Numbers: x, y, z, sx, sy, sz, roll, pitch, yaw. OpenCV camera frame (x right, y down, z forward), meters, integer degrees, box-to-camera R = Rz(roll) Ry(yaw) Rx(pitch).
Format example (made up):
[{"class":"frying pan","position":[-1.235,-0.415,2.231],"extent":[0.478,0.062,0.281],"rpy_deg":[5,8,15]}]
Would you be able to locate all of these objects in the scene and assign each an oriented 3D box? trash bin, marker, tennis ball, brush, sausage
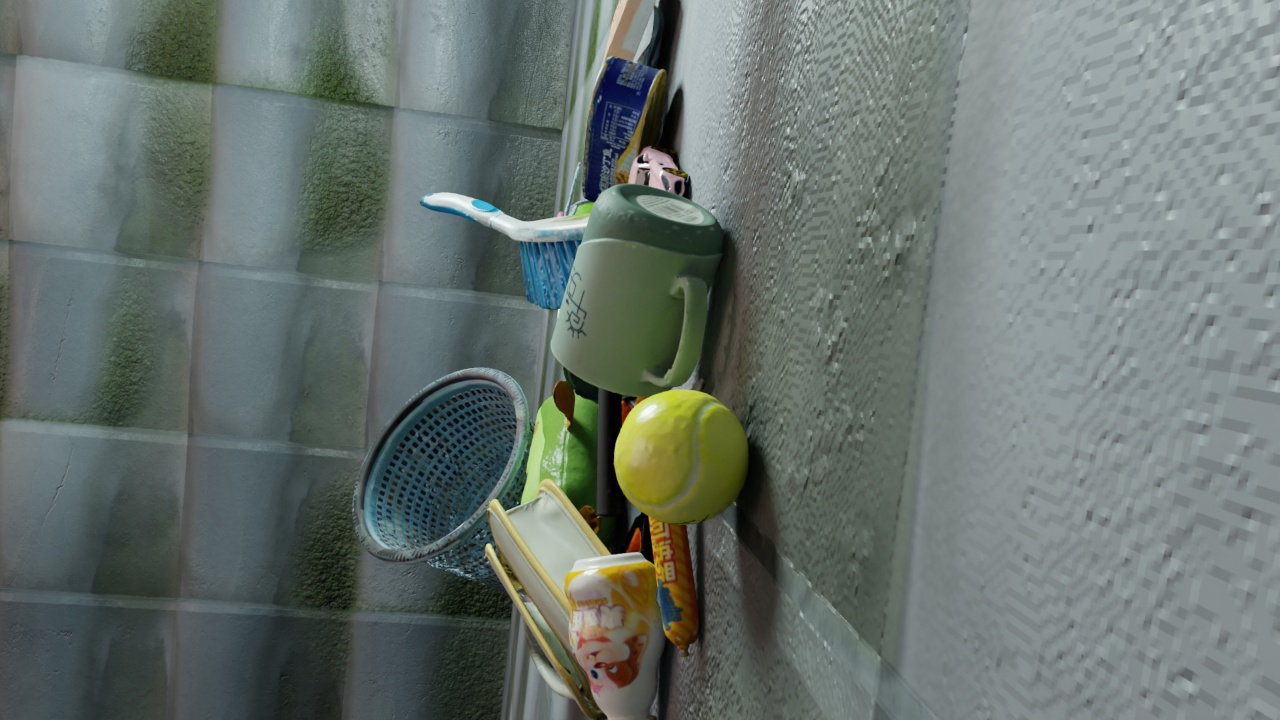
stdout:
[{"class":"trash bin","position":[-0.162,0.152,1.004],"extent":[0.195,0.227,0.226],"rpy_deg":[47,-149,-42]},{"class":"marker","position":[-0.022,0.051,0.689],"extent":[0.022,0.020,0.132],"rpy_deg":[-11,75,47]},{"class":"tennis ball","position":[0.020,0.047,0.443],"extent":[0.065,0.065,0.065],"rpy_deg":[-175,91,-81]},{"class":"brush","position":[-0.102,-0.103,0.807],"extent":[0.315,0.060,0.109],"rpy_deg":[6,117,50]},{"class":"sausage","position":[0.015,0.088,0.534],"extent":[0.021,0.021,0.165],"rpy_deg":[111,154,-60]}]

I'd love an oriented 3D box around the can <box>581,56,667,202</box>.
[{"class":"can","position":[-0.015,-0.192,0.793],"extent":[0.148,0.049,0.074],"rpy_deg":[101,-171,-56]}]

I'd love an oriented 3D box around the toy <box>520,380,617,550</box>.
[{"class":"toy","position":[-0.064,0.116,0.844],"extent":[0.246,0.090,0.227],"rpy_deg":[-94,7,-54]}]

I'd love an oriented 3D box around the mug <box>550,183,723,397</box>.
[{"class":"mug","position":[0.005,-0.037,0.540],"extent":[0.111,0.082,0.106],"rpy_deg":[50,128,47]}]

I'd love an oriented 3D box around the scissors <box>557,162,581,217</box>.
[{"class":"scissors","position":[-0.073,-0.115,0.849],"extent":[0.133,0.017,0.128],"rpy_deg":[160,121,-75]}]

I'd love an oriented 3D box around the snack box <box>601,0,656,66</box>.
[{"class":"snack box","position":[-0.004,-0.335,0.860],"extent":[0.157,0.026,0.085],"rpy_deg":[-85,18,-52]}]

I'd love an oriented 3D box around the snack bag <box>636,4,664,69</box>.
[{"class":"snack bag","position":[-0.011,-0.243,0.900],"extent":[0.191,0.039,0.110],"rpy_deg":[125,167,-65]}]

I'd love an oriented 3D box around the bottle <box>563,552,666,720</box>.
[{"class":"bottle","position":[-0.014,0.179,0.586],"extent":[0.063,0.063,0.108],"rpy_deg":[127,136,-73]}]

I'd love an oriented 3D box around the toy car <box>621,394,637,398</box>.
[{"class":"toy car","position":[-0.004,0.004,0.726],"extent":[0.043,0.036,0.091],"rpy_deg":[-94,17,-53]}]

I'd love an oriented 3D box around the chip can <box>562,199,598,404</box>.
[{"class":"chip can","position":[-0.038,-0.063,0.866],"extent":[0.235,0.072,0.072],"rpy_deg":[-96,15,-50]}]

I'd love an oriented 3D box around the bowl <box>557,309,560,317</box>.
[{"class":"bowl","position":[-0.061,-0.061,1.040],"extent":[0.113,0.062,0.113],"rpy_deg":[-177,91,-81]}]

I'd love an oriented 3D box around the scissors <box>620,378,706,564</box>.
[{"class":"scissors","position":[0.013,0.084,0.628],"extent":[0.220,0.021,0.222],"rpy_deg":[-119,34,-65]}]

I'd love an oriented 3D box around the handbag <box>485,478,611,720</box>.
[{"class":"handbag","position":[-0.068,0.205,0.716],"extent":[0.163,0.063,0.179],"rpy_deg":[45,139,43]}]

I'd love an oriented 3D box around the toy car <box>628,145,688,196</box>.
[{"class":"toy car","position":[0.011,-0.132,0.712],"extent":[0.122,0.037,0.056],"rpy_deg":[-105,21,-64]}]
